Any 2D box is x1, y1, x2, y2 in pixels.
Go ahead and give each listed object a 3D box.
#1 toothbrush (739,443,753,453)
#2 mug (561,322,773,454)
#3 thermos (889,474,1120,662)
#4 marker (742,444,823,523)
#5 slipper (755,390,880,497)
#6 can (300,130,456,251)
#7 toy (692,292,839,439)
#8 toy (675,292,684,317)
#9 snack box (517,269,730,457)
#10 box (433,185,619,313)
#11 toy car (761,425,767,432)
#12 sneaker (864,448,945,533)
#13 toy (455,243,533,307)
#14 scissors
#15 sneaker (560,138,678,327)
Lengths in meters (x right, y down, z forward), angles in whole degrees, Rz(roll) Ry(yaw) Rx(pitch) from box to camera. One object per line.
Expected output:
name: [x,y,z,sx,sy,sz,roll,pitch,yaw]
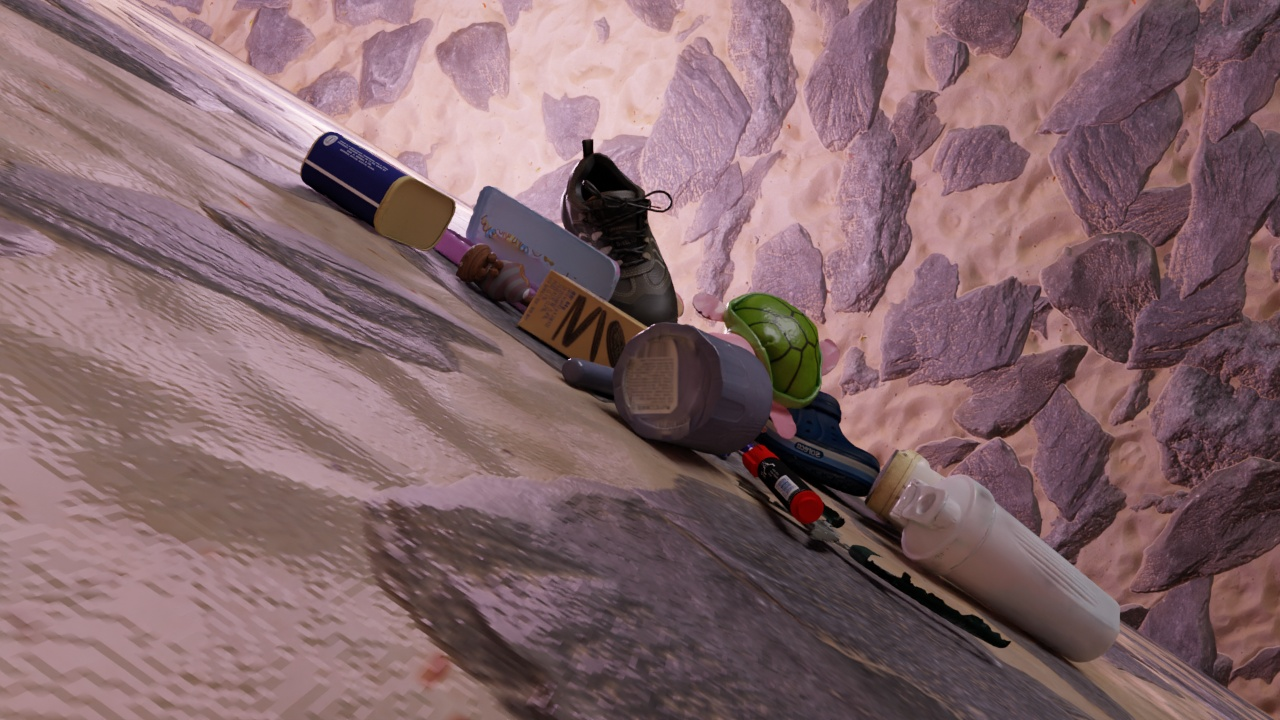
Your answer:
toothbrush: [0.091,0.075,0.864,0.016,0.015,0.187,25,6,-27]
mug: [0.019,0.019,0.644,0.124,0.083,0.104,8,-5,25]
thermos: [0.334,0.191,0.850,0.220,0.099,0.099,37,4,-8]
marker: [0.097,0.084,0.641,0.023,0.021,0.145,-7,7,-4]
slipper: [0.183,0.072,1.074,0.105,0.095,0.253,33,0,-32]
can: [-0.233,-0.151,0.821,0.092,0.056,0.116,32,4,12]
toy: [0.130,-0.008,0.986,0.237,0.088,0.190,-13,69,-44]
toy: [-0.062,-0.082,1.087,0.194,0.084,0.159,26,-21,-39]
snack box: [0.001,0.002,0.762,0.207,0.056,0.057,32,2,4]
box: [-0.121,-0.111,0.936,0.214,0.092,0.089,35,5,30]
toy car: [0.115,0.064,1.045,0.039,0.039,0.113,53,0,-9]
sneaker: [0.314,0.155,1.001,0.102,0.089,0.241,28,1,23]
toy: [-0.121,-0.070,0.822,0.102,0.041,0.055,25,-20,18]
scissors: [0.160,0.135,0.659,0.202,0.015,0.201,31,4,13]
sneaker: [-0.015,-0.136,0.964,0.143,0.101,0.237,101,-32,-57]
